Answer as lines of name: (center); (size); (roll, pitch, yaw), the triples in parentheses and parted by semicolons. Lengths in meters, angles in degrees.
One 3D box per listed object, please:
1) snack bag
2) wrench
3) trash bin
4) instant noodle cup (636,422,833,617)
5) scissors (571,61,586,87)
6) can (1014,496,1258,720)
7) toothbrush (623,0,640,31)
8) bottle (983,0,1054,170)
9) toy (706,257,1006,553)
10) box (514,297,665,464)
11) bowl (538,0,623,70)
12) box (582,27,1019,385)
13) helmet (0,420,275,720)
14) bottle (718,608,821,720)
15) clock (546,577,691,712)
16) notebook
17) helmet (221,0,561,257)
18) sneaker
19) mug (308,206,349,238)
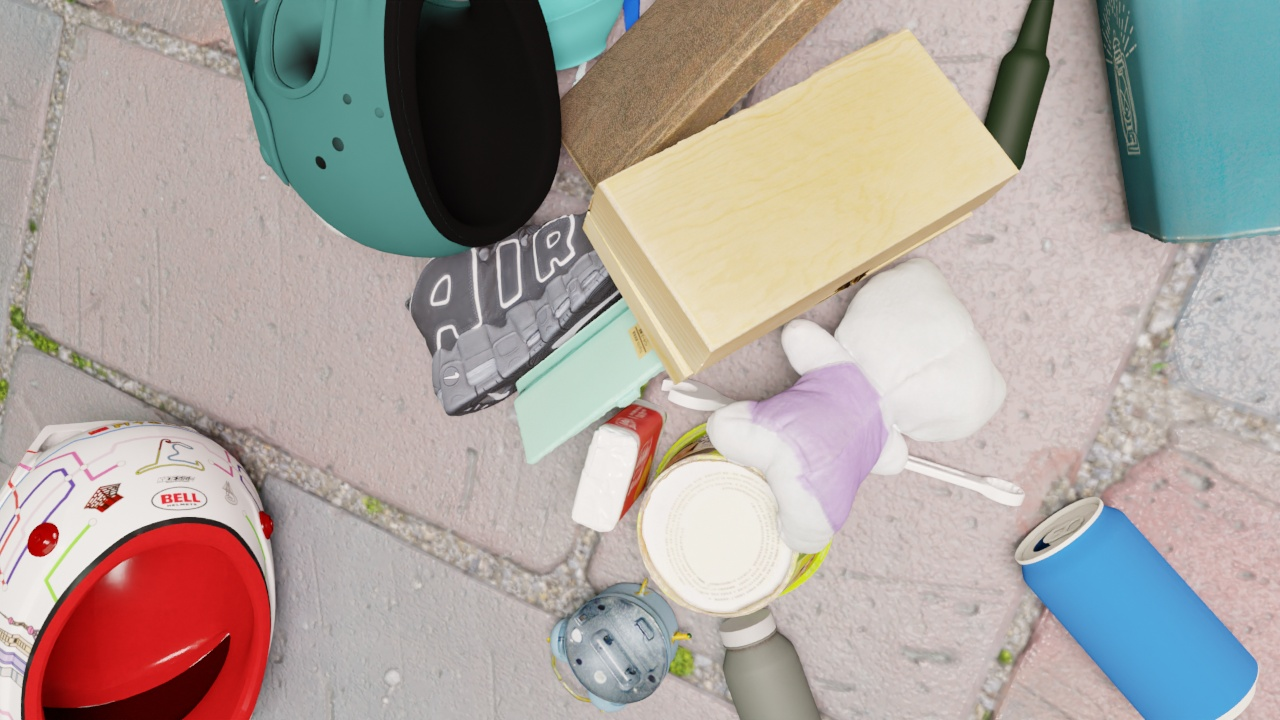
snack bag: (-0.014, 0.077, 0.699); (0.036, 0.115, 0.077); (18, 102, 10)
wrench: (0.144, 0.058, 0.681); (0.273, 0.047, 0.009); (17, 106, 13)
trash bin: (0.360, -0.187, 0.511); (0.199, 0.196, 0.219); (-5, 100, 20)
instant noodle cup: (0.067, 0.121, 0.684); (0.146, 0.097, 0.146); (2, 96, 19)
scissors: (-0.051, -0.190, 0.738); (0.127, 0.014, 0.127); (18, 96, 19)
can: (0.328, 0.169, 0.611); (0.079, 0.078, 0.146); (-42, 82, 18)
toothbrush: (-0.006, -0.256, 0.717); (0.016, 0.011, 0.187); (0, 99, 19)
bottle: (0.258, -0.192, 0.620); (0.033, 0.033, 0.123); (15, 100, 17)
toy: (0.152, 0.022, 0.615); (0.209, 0.086, 0.137); (-37, 92, -19)
box: (-0.005, 0.001, 0.687); (0.188, 0.112, 0.078); (-38, 128, 18)
bowl: (-0.058, -0.254, 0.698); (0.121, 0.120, 0.046); (-6, 128, 19)
box: (0.100, -0.099, 0.594); (0.248, 0.092, 0.128); (-30, 76, -19)
helmet: (-0.451, 0.205, 0.801); (0.236, 0.230, 0.314); (13, 96, 44)
bottle: (0.099, 0.252, 0.708); (0.060, 0.060, 0.108); (-20, 89, 20)
clock: (-0.023, 0.236, 0.753); (0.125, 0.051, 0.089); (-41, 84, 19)
notebook: (0.039, -0.202, 0.627); (0.216, 0.034, 0.190); (-43, 39, 13)
helmet: (-0.178, -0.203, 0.616); (0.200, 0.176, 0.275); (22, 139, 30)
sneaker: (-0.096, -0.080, 0.724); (0.253, 0.097, 0.151); (-40, 80, 24)
mug: (-0.242, -0.141, 0.775); (0.076, 0.090, 0.124); (42, 146, -25)
